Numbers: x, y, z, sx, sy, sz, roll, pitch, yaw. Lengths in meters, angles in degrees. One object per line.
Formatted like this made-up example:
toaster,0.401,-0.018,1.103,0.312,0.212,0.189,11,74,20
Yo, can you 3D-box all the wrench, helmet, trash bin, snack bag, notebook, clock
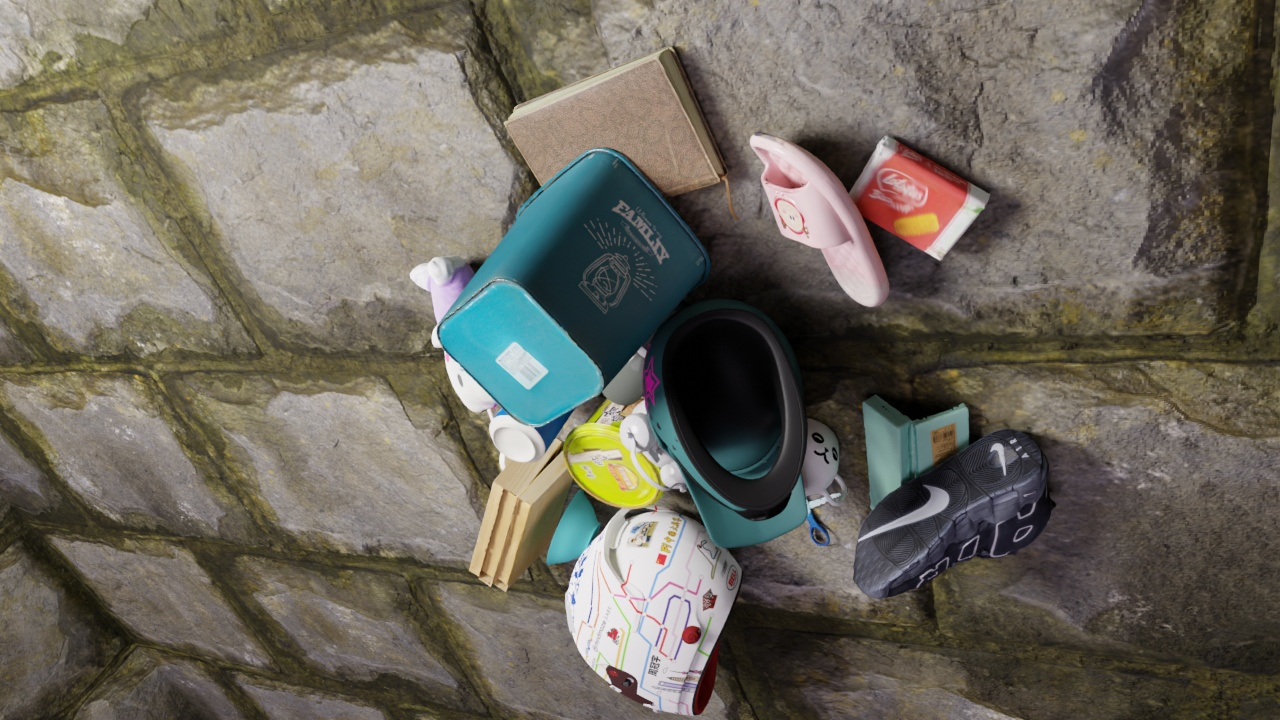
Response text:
wrench,-0.218,0.054,1.316,0.009,0.047,0.274,4,127,26
helmet,0.011,0.354,1.312,0.236,0.230,0.315,15,127,10
trash bin,-0.076,-0.067,0.962,0.196,0.217,0.200,46,135,-14
helmet,0.102,0.069,1.025,0.176,0.200,0.274,-16,80,-1
snack bag,0.263,-0.154,0.881,0.116,0.036,0.077,30,136,2
notebook,-0.017,-0.213,0.982,0.216,0.034,0.190,-11,122,35
clock,0.036,0.094,1.132,0.120,0.158,0.061,45,126,-12

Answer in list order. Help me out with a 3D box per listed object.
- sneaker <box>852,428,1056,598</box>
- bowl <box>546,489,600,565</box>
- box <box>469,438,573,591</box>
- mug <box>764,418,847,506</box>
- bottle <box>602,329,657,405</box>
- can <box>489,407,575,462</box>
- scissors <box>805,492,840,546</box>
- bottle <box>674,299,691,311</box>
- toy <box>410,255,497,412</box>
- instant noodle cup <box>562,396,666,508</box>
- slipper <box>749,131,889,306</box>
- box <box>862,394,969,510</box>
sneaker,0.367,0.198,1.049,0.253,0.097,0.151,-40,123,12
bowl,-0.091,0.256,1.362,0.046,0.120,0.121,23,134,9
box,-0.175,0.233,1.383,0.092,0.127,0.250,27,135,6
mug,0.209,0.133,1.127,0.124,0.076,0.090,44,134,-12
bottle,-0.007,0.007,1.147,0.060,0.060,0.109,34,135,-2
can,-0.132,0.061,1.199,0.079,0.145,0.079,15,133,17
scissors,0.224,0.204,1.227,0.127,0.014,0.128,47,129,-10
bottle,0.006,-0.084,1.081,0.123,0.032,0.033,26,135,6
toy,-0.222,-0.034,1.184,0.138,0.085,0.209,-4,109,61
instant noodle cup,-0.020,0.116,1.220,0.146,0.097,0.146,16,134,17
slipper,0.177,-0.134,0.902,0.221,0.055,0.107,50,176,-27
box,0.327,0.122,1.088,0.113,0.078,0.187,-15,125,3
